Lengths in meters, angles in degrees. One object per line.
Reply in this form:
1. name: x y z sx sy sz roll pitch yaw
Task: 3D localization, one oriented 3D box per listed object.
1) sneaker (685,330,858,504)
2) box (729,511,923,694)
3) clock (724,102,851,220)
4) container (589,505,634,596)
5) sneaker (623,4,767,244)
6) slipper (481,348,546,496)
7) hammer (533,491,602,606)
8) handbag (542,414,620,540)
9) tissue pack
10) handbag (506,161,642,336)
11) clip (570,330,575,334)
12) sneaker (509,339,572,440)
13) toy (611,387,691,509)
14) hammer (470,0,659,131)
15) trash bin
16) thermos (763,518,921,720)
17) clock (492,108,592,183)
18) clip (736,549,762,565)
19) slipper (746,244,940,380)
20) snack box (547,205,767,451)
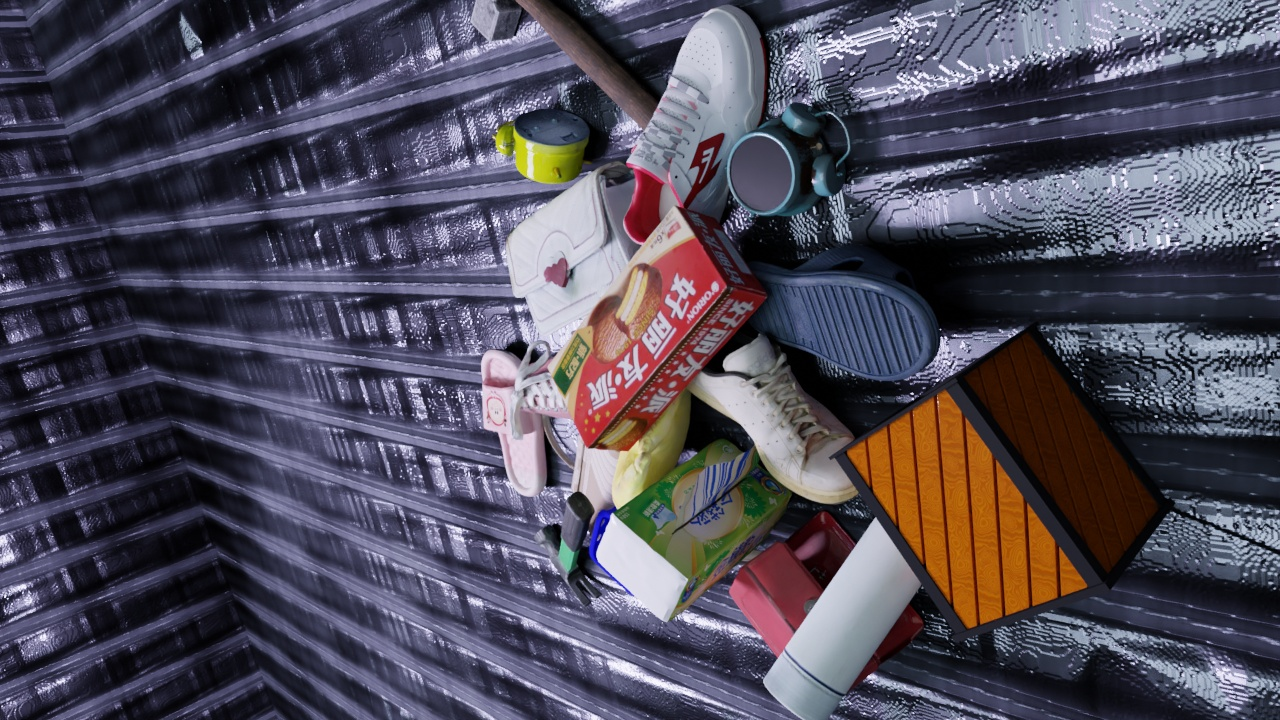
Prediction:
1. sneaker: 0.127 0.031 0.880 0.241 0.088 0.102 41 151 33
2. box: 0.171 0.265 0.936 0.157 0.126 0.137 48 141 19
3. clock: 0.132 -0.176 0.817 0.125 0.053 0.090 -27 89 46
4. container: 0.013 0.201 1.076 0.084 0.113 0.085 37 131 29
5. sneaker: 0.038 -0.208 0.861 0.090 0.104 0.237 41 133 26
6. slipper: -0.180 0.088 1.271 0.107 0.055 0.222 10 116 46
7. hammer: -0.087 0.232 1.177 0.130 0.032 0.319 54 159 17
8. handbag: -0.071 0.118 1.179 0.198 0.062 0.176 42 137 36
9. tissue pack: 0.067 0.147 0.931 0.120 0.197 0.142 34 130 18
10. handbag: -0.062 -0.120 1.017 0.199 0.096 0.142 -24 89 51
11. clip: -0.042 -0.037 1.087 0.076 0.061 0.023 -11 102 33
12. sneaker: -0.109 0.034 1.095 0.241 0.087 0.118 -4 92 61
13. toy: 0.012 0.096 1.006 0.064 0.170 0.155 22 154 5
14. hammer: -0.052 -0.357 0.938 0.300 0.037 0.218 48 136 18
15. trash bin: 0.281 0.094 0.723 0.171 0.139 0.140 57 138 10
16. thermos: 0.200 0.216 0.823 0.068 0.068 0.230 34 90 31
17. clock: -0.109 -0.244 1.018 0.119 0.083 0.057 36 138 27
18. clip: 0.092 0.219 1.050 0.054 0.101 0.044 -96 11 -63
19. slipper: 0.181 -0.053 0.812 0.264 0.082 0.101 21 138 61
20. snack box: 0.009 -0.025 0.899 0.237 0.060 0.113 -50 52 31
